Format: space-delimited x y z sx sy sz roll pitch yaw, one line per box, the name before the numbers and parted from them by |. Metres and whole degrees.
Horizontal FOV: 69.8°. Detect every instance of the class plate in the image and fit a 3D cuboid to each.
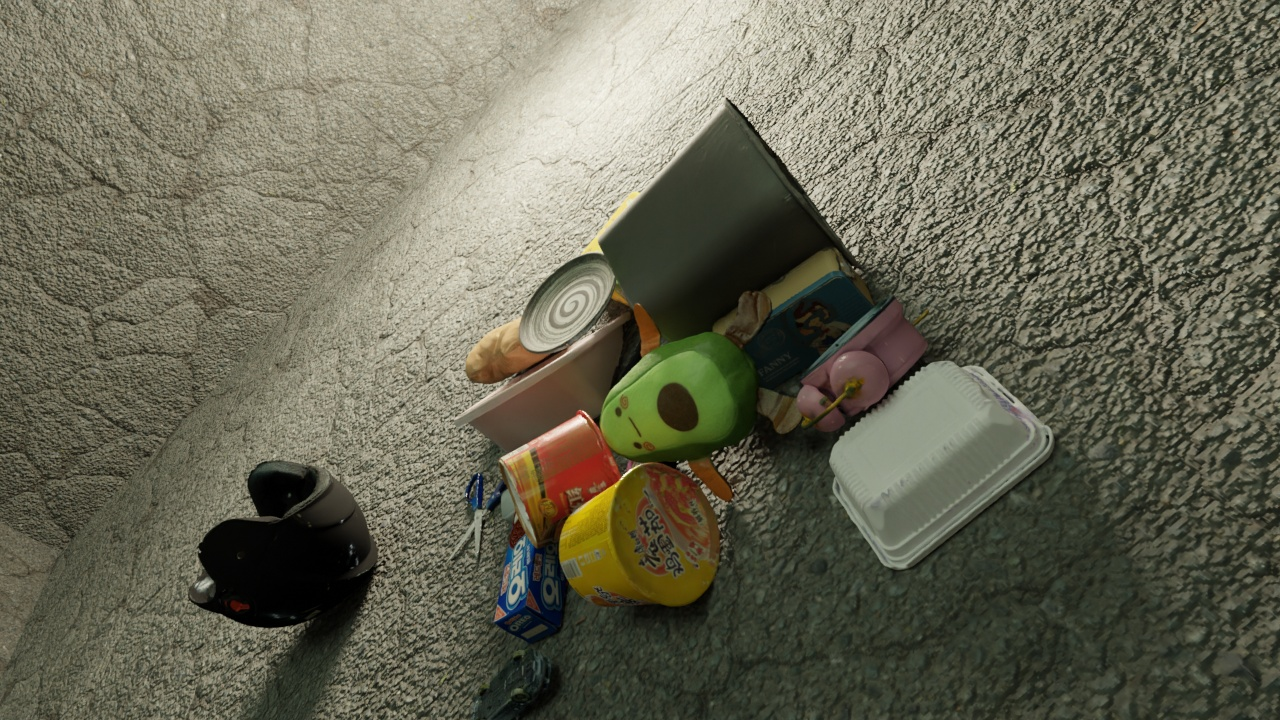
plate | -0.100 -0.077 1.307 0.180 0.024 0.179 -27 40 25

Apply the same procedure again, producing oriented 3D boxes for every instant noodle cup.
instant noodle cup | -0.007 0.182 0.911 0.110 0.138 0.137 -30 33 46
instant noodle cup | -0.089 0.138 1.023 0.108 0.138 0.138 -22 25 -15
instant noodle cup | 0.238 0.075 0.776 0.173 0.060 0.138 -41 30 10

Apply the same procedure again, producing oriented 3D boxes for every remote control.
remote control | -0.131 0.159 1.208 0.136 0.020 0.055 -40 31 14

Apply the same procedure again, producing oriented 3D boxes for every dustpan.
dustpan | -0.142 0.012 1.260 0.223 0.139 0.272 -31 32 22

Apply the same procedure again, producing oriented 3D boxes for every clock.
clock | 0.199 0.009 0.846 0.158 0.060 0.117 -39 -5 -34

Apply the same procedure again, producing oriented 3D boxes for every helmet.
helmet | -0.542 0.291 1.390 0.275 0.230 0.233 -42 15 10

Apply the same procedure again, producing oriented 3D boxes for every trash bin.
trash bin | 0.091 -0.137 1.047 0.220 0.199 0.198 -38 51 17

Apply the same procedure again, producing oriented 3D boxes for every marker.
marker | -0.007 0.007 1.223 0.022 0.020 0.131 3 57 45

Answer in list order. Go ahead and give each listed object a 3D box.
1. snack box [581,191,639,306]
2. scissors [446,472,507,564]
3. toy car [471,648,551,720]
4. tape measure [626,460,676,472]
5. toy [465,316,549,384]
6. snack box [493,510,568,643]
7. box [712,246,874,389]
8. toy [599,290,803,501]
snack box | 0.005 -0.163 1.357 0.157 0.070 0.210 -51 29 -5
scissors | -0.220 0.206 1.280 0.162 0.012 0.176 -44 30 7
toy car | -0.138 0.354 0.973 0.121 0.036 0.054 -45 28 27
tape measure | 0.014 0.123 1.040 0.058 0.039 0.057 -41 30 22
toy | -0.170 -0.030 1.410 0.227 0.082 0.143 -24 18 37
snack box | -0.119 0.223 1.079 0.058 0.057 0.207 -34 33 30
box | 0.158 -0.037 0.986 0.185 0.090 0.059 -37 32 24
toy | 0.050 0.040 0.956 0.247 0.089 0.227 -29 78 36
